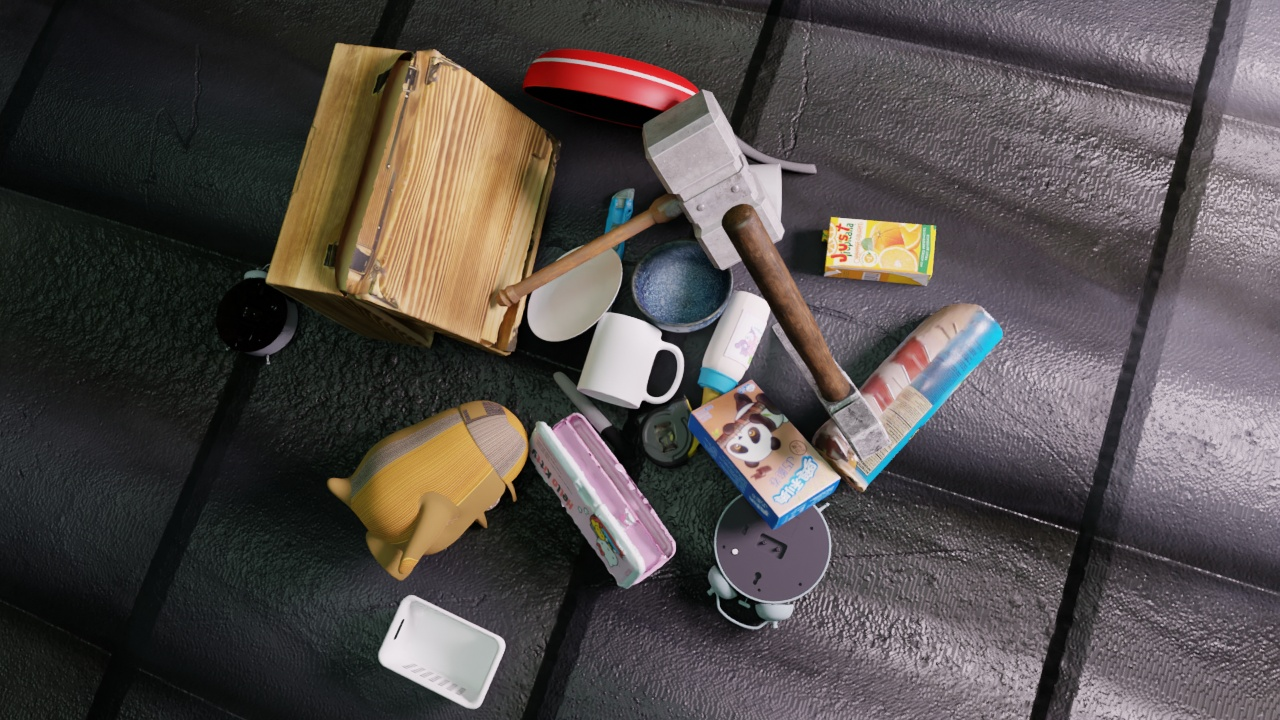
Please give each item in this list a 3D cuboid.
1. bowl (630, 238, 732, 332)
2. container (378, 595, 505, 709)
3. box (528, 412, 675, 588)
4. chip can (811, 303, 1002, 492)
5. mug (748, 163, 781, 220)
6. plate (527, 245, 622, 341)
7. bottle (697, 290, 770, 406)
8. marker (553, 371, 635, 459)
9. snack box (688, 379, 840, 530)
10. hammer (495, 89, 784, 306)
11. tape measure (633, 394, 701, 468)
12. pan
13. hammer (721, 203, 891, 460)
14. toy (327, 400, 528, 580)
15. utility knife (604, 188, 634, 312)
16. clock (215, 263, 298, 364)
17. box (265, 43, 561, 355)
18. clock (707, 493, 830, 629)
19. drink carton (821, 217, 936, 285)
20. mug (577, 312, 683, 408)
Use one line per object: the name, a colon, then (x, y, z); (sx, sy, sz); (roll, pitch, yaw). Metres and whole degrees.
bowl: (0.048, -0.076, 1.053); (0.114, 0.061, 0.114); (-3, 64, 5)
container: (-0.214, 0.320, 1.016); (0.129, 0.049, 0.080); (21, 82, 13)
box: (-0.051, 0.151, 1.005); (0.088, 0.095, 0.202); (-38, 75, 2)
chip can: (0.285, 0.033, 0.989); (0.080, 0.080, 0.229); (42, 86, 15)
mug: (0.116, -0.173, 1.065); (0.089, 0.071, 0.107); (1, 83, 13)
plate: (-0.076, -0.078, 1.076); (0.135, 0.011, 0.134); (-20, 51, 26)
bottle: (0.099, -0.005, 1.038); (0.051, 0.051, 0.146); (22, 82, 13)
marker: (-0.053, 0.062, 1.067); (0.022, 0.016, 0.138); (-33, 71, -32)
snack box: (0.130, 0.098, 0.982); (0.087, 0.034, 0.151); (-27, 60, -23)
hammer: (-0.025, -0.135, 0.993); (0.318, 0.163, 0.082); (-27, 33, 15)
tape measure: (0.032, 0.085, 1.034); (0.071, 0.042, 0.072); (-22, 78, 0)
pan: (0.043, -0.283, 1.054); (0.356, 0.209, 0.067); (11, 97, -10)
hammer: (0.138, -0.059, 0.892); (0.037, 0.300, 0.217); (-32, 43, 7)
toy: (-0.214, 0.130, 1.021); (0.203, 0.162, 0.198); (-35, 35, -2)
utility knife: (-0.032, -0.128, 1.105); (0.031, 0.015, 0.173); (5, 80, 15)
clock: (-0.474, -0.063, 1.150); (0.094, 0.035, 0.122); (18, 80, 12)
box: (-0.240, -0.171, 1.021); (0.215, 0.257, 0.279); (11, 80, 13)
clock: (0.136, 0.210, 0.988); (0.122, 0.045, 0.159); (25, 83, 13)
drink carton: (0.267, -0.124, 1.043); (0.122, 0.041, 0.058); (6, 79, 11)
mug: (-0.006, 0.006, 1.044); (0.110, 0.074, 0.090); (17, 81, -1)
